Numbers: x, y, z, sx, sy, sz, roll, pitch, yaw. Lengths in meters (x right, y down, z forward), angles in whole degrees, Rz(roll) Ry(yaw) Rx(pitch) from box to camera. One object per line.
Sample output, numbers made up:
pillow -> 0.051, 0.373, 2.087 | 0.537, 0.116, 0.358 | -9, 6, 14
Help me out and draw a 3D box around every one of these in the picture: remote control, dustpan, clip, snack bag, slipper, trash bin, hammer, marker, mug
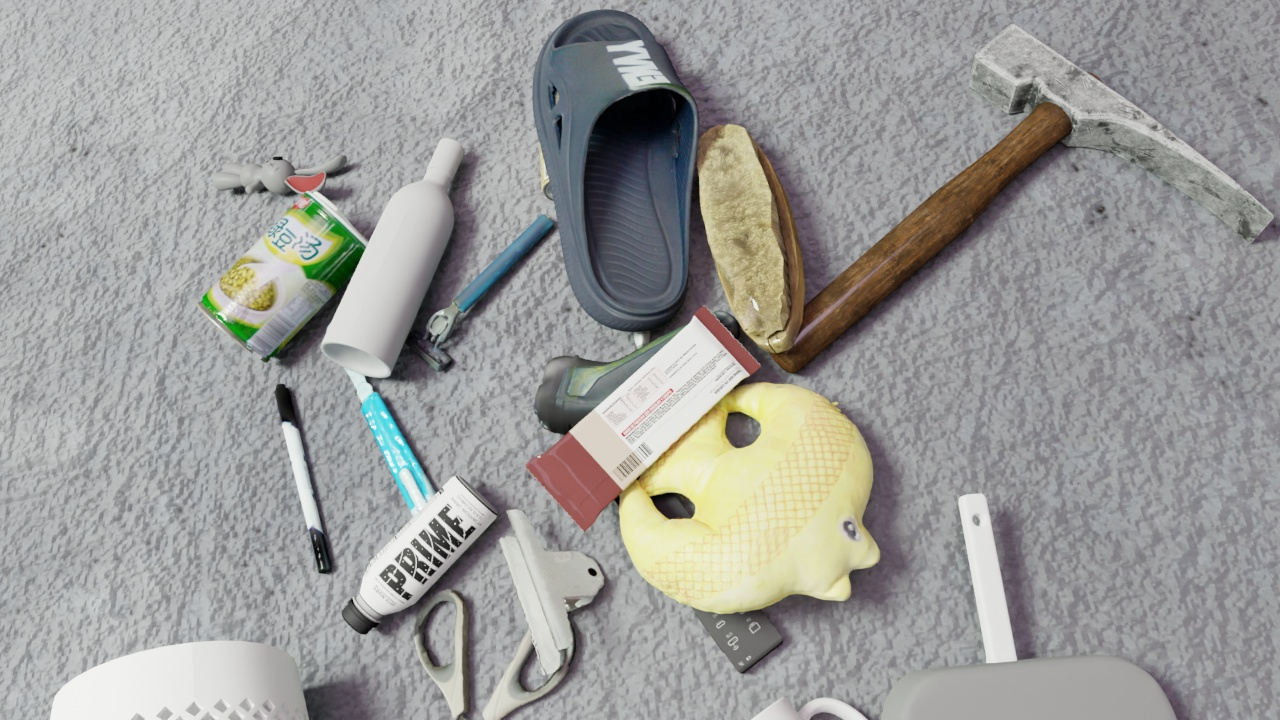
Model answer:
remote control -> 0.031, 0.127, 0.588 | 0.034, 0.013, 0.150 | -36, 67, -5
dustpan -> 0.209, 0.199, 0.496 | 0.163, 0.033, 0.257 | -2, 73, -8
clip -> -0.058, 0.143, 0.586 | 0.058, 0.052, 0.102 | -36, 54, 14
snack bag -> 0.003, 0.035, 0.585 | 0.157, 0.013, 0.057 | -43, 88, -14
slipper -> -0.013, -0.155, 0.652 | 0.110, 0.083, 0.267 | 1, 68, -19
trash bin -> -0.248, 0.276, 0.501 | 0.195, 0.195, 0.199 | -22, 57, 2
hammer -> 0.230, -0.071, 0.618 | 0.300, 0.037, 0.217 | -41, 67, -6
marker -> -0.244, 0.082, 0.661 | 0.011, 0.011, 0.152 | -24, 66, 1
mug -> 0.093, 0.237, 0.508 | 0.110, 0.074, 0.090 | -25, 63, -28

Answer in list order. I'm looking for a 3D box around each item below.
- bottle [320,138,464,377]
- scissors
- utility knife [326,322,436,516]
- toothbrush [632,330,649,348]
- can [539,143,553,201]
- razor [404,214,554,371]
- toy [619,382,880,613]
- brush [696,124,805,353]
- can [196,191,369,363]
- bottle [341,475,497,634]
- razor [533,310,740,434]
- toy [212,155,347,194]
bottle -> -0.175, -0.085, 0.688 | 0.052, 0.052, 0.194 | 10, 65, 14
scissors -> -0.105, 0.217, 0.579 | 0.157, 0.012, 0.166 | -37, 66, -4
utility knife -> -0.189, 0.038, 0.665 | 0.022, 0.015, 0.178 | -31, 68, -3
toothbrush -> -0.010, -0.091, 0.683 | 0.017, 0.016, 0.188 | -15, 66, 17
can -> -0.059, -0.165, 0.708 | 0.038, 0.038, 0.079 | -8, 67, 8
razor -> -0.117, -0.057, 0.686 | 0.042, 0.022, 0.143 | 37, 79, 20
toy -> 0.075, 0.085, 0.567 | 0.155, 0.065, 0.170 | 34, 65, 31
brush -> 0.075, -0.091, 0.637 | 0.059, 0.043, 0.195 | -21, 55, 21
can -> -0.265, -0.064, 0.692 | 0.067, 0.067, 0.121 | 38, 80, 22
bottle -> -0.148, 0.131, 0.607 | 0.041, 0.041, 0.116 | 40, 80, 22
razor -> -0.004, 0.004, 0.624 | 0.151, 0.054, 0.067 | -30, 75, -8
toy -> -0.297, -0.151, 0.753 | 0.112, 0.030, 0.049 | 2, 40, 14
